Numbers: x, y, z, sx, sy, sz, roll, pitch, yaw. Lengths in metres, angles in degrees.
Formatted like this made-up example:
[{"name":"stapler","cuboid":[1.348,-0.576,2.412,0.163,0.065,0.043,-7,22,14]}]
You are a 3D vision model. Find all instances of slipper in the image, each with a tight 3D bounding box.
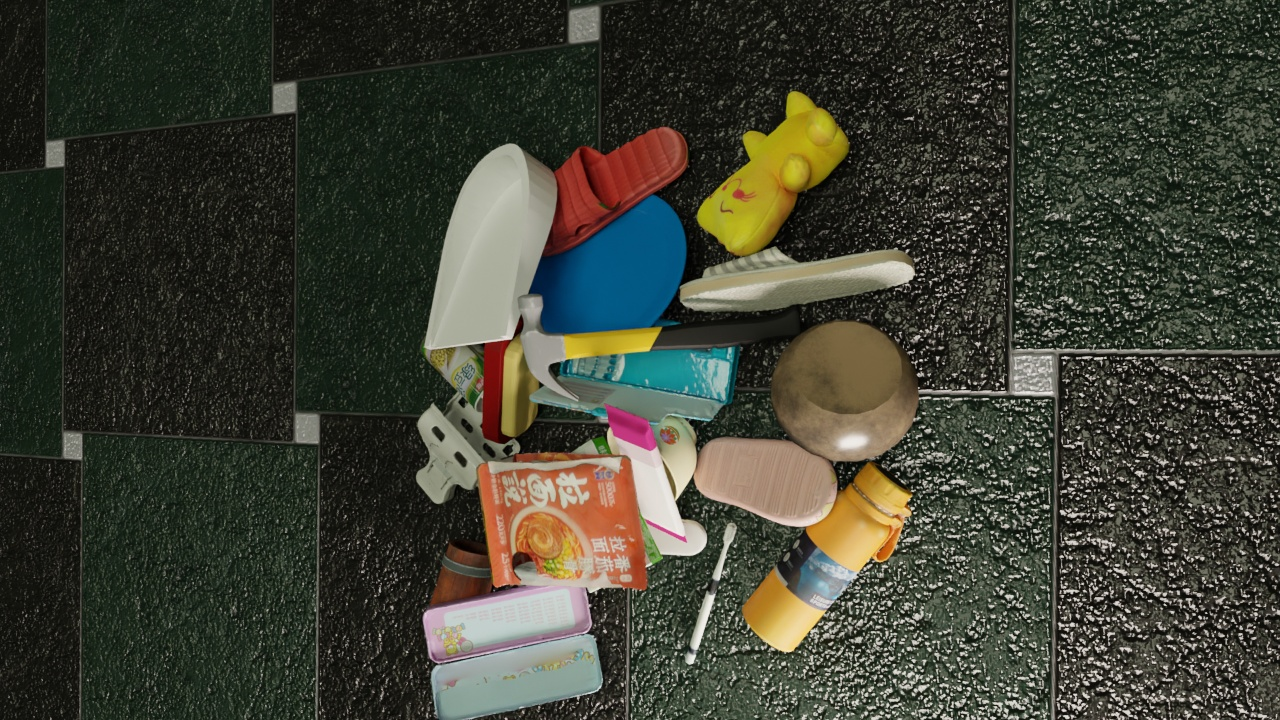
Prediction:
[{"name":"slipper","cuboid":[0.172,-0.096,1.042,0.273,0.114,0.054,-6,81,31]},{"name":"slipper","cuboid":[0.153,0.139,1.076,0.198,0.081,0.093,10,79,45]},{"name":"slipper","cuboid":[-0.058,-0.222,1.153,0.249,0.059,0.103,-29,63,15]}]

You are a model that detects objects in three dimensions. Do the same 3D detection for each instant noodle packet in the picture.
[{"name":"instant noodle packet","cuboid":[-0.087,0.197,1.131,0.221,0.083,0.164,-5,93,35]}]

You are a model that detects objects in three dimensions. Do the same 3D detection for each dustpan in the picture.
[{"name":"dustpan","cuboid":[-0.195,-0.147,1.155,0.192,0.053,0.257,-5,62,48]}]

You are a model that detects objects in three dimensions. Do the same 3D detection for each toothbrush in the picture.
[{"name":"toothbrush","cuboid":[0.085,0.288,1.130,0.012,0.017,0.187,19,97,23]}]

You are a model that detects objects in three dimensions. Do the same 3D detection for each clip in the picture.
[{"name":"clip","cuboid":[-0.254,0.127,1.233,0.152,0.105,0.126,-46,72,5]}]

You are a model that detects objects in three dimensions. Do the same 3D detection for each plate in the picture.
[{"name":"plate","cuboid":[-0.039,-0.109,1.149,0.225,0.024,0.224,-13,63,26]}]

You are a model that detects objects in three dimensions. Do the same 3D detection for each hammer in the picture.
[{"name":"hammer","cuboid":[0.024,-0.026,1.063,0.323,0.029,0.127,-5,98,1]}]

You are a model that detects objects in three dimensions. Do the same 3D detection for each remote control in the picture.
[{"name":"remote control","cuboid":[0.017,0.222,1.160,0.137,0.013,0.043,-1,90,22]}]

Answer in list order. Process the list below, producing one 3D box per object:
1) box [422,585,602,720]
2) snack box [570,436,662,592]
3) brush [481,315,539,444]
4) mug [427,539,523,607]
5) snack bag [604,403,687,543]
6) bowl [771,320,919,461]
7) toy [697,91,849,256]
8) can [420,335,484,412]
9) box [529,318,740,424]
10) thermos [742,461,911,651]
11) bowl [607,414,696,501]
[{"name":"box","cuboid":[-0.164,0.368,1.171,0.214,0.041,0.151,-10,77,-5]},{"name":"snack box","cuboid":[-0.055,0.195,1.156,0.132,0.027,0.168,-36,76,42]},{"name":"brush","cuboid":[-0.161,0.027,1.168,0.042,0.082,0.174,18,121,18]},{"name":"mug","cuboid":[-0.218,0.307,1.225,0.117,0.081,0.111,14,92,3]},{"name":"snack bag","cuboid":[0.009,0.135,1.078,0.070,0.016,0.197,19,138,42]},{"name":"bowl","cuboid":[0.224,0.024,1.007,0.162,0.070,0.162,-4,60,7]},{"name":"toy","cuboid":[0.155,-0.210,1.067,0.194,0.087,0.134,-50,31,10]},{"name":"can","cuboid":[-0.232,0.008,1.229,0.121,0.067,0.067,43,104,16]},{"name":"box","cuboid":[-0.002,0.020,1.132,0.227,0.087,0.168,9,58,21]},{"name":"thermos","cuboid":[0.219,0.224,1.054,0.233,0.091,0.076,-55,44,13]},{"name":"bowl","cuboid":[0.027,0.105,1.118,0.073,0.118,0.118,-38,72,-28]}]
